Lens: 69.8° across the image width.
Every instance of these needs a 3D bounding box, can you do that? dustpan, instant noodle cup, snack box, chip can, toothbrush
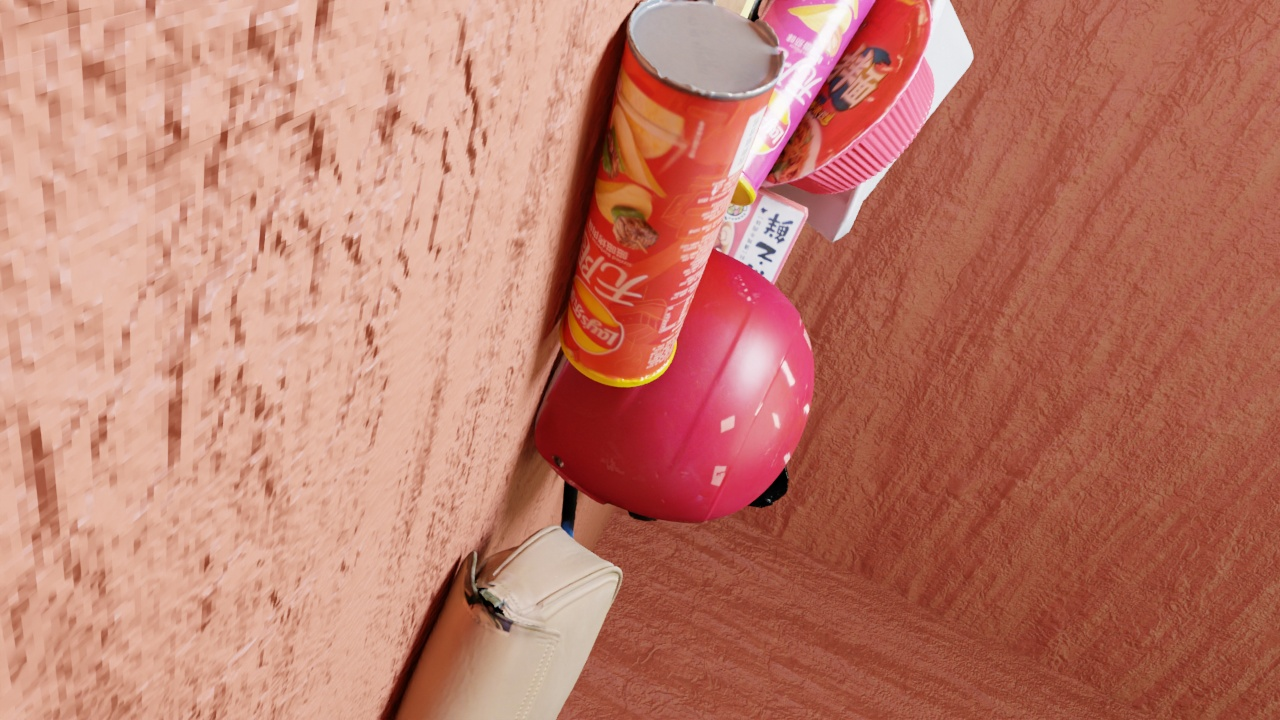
[{"bbox_3d":[0.172,-0.284,0.826,0.258,0.142,0.222,-46,-138,7],"label":"dustpan"},{"bbox_3d":[0.158,-0.202,0.728,0.194,0.066,0.193,-31,-140,31],"label":"instant noodle cup"},{"bbox_3d":[0.065,-0.093,0.784,0.044,0.113,0.127,-62,176,-69],"label":"snack box"},{"bbox_3d":[0.007,-0.072,0.468,0.217,0.073,0.073,110,7,-54],"label":"chip can"},{"bbox_3d":[0.107,-0.222,0.684,0.210,0.071,0.071,-58,175,-4],"label":"chip can"},{"bbox_3d":[-0.057,0.103,0.762,0.189,0.014,0.016,-91,-160,-58],"label":"toothbrush"}]

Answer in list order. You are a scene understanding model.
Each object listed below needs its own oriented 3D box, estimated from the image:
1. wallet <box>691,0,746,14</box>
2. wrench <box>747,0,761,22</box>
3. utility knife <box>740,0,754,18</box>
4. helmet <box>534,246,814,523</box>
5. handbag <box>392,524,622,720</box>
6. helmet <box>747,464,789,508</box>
[{"bbox_3d":[0.052,-0.227,0.503,0.115,0.020,0.101,9,104,-83],"label":"wallet"},{"bbox_3d":[0.081,-0.242,0.789,0.056,0.016,0.274,-58,173,-20],"label":"wrench"},{"bbox_3d":[0.093,-0.290,0.621,0.197,0.020,0.030,-59,-177,41],"label":"utility knife"},{"bbox_3d":[0.053,0.030,0.669,0.240,0.144,0.207,32,83,-54],"label":"helmet"},{"bbox_3d":[-0.101,0.212,0.626,0.204,0.100,0.147,-65,158,8],"label":"handbag"},{"bbox_3d":[0.088,0.044,1.148,0.276,0.230,0.232,-39,-158,42],"label":"helmet"}]
